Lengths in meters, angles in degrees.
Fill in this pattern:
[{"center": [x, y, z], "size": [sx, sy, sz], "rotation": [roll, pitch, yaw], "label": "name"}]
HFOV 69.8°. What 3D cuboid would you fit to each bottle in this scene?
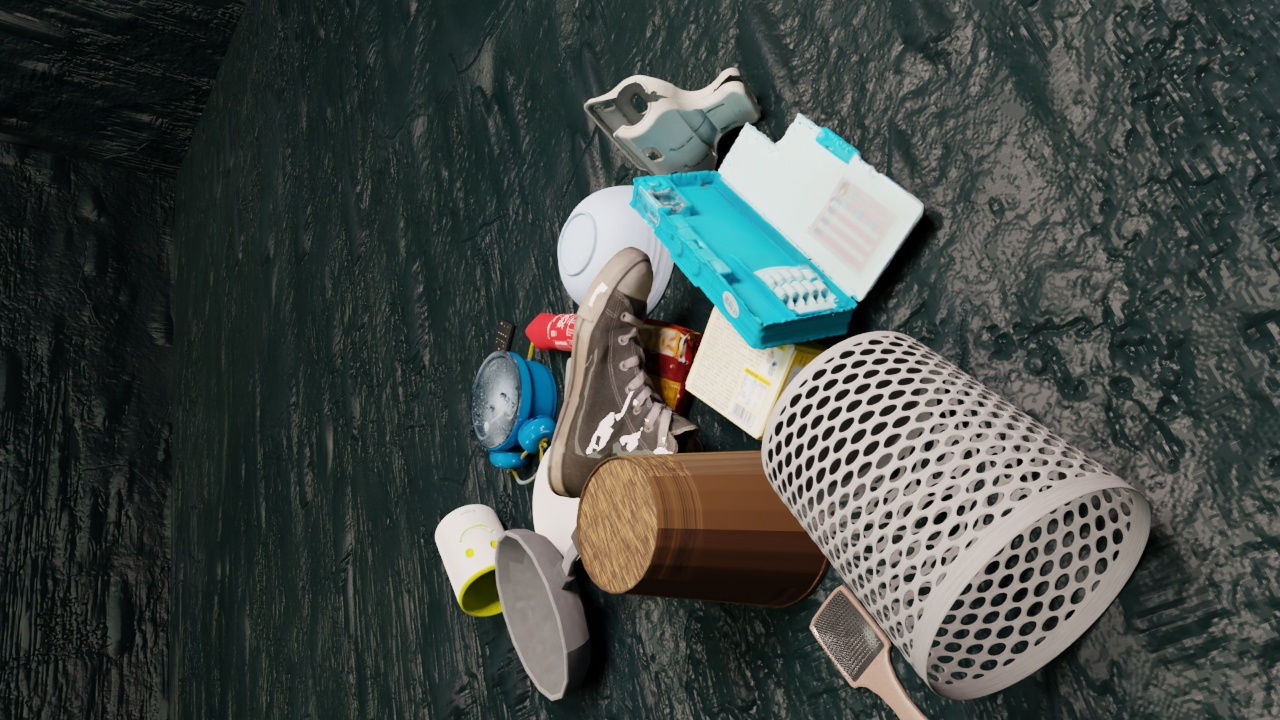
[{"center": [-0.077, -0.031, 1.017], "size": [0.142, 0.041, 0.042], "rotation": [4, 86, 52], "label": "bottle"}]

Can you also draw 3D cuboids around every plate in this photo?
[{"center": [-0.079, 0.151, 0.975], "size": [0.135, 0.011, 0.134], "rotation": [-15, 72, 55], "label": "plate"}]

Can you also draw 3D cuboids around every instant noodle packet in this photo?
[{"center": [-0.005, 0.005, 0.899], "size": [0.136, 0.039, 0.098], "rotation": [16, 93, 34], "label": "instant noodle packet"}]

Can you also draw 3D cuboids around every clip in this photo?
[{"center": [0.038, -0.206, 0.850], "size": [0.152, 0.126, 0.104], "rotation": [-3, 72, 28], "label": "clip"}]

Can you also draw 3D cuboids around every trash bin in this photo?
[{"center": [0.181, 0.085, 0.573], "size": [0.183, 0.156, 0.157], "rotation": [50, 122, 48], "label": "trash bin"}]

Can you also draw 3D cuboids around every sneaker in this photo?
[{"center": [0.001, 0.019, 0.820], "size": [0.120, 0.095, 0.234], "rotation": [12, 85, 24], "label": "sneaker"}]

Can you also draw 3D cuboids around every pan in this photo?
[{"center": [-0.073, 0.208, 0.885], "size": [0.178, 0.041, 0.358], "rotation": [62, 149, 25], "label": "pan"}]

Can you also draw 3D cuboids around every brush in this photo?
[{"center": [0.171, 0.229, 0.668], "size": [0.050, 0.015, 0.135], "rotation": [-61, 42, 23], "label": "brush"}]

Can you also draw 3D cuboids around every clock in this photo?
[{"center": [-0.146, 0.066, 1.075], "size": [0.117, 0.060, 0.161], "rotation": [-33, 59, 43], "label": "clock"}]

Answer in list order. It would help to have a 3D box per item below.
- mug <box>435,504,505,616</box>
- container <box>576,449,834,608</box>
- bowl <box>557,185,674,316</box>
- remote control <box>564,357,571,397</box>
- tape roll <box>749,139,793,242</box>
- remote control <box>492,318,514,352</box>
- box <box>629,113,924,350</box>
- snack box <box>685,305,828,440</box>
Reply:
[{"center": [-0.188, 0.233, 1.076], "size": [0.106, 0.082, 0.083], "rotation": [52, 123, 45], "label": "mug"}, {"center": [0.046, 0.130, 0.723], "size": [0.132, 0.167, 0.132], "rotation": [-14, 72, 50], "label": "container"}, {"center": [-0.038, -0.115, 0.957], "size": [0.151, 0.074, 0.150], "rotation": [-13, 74, 51], "label": "bowl"}, {"center": [-0.060, 0.069, 0.994], "size": [0.074, 0.019, 0.151], "rotation": [-7, 78, 52], "label": "remote control"}, {"center": [0.130, -0.148, 0.797], "size": [0.093, 0.013, 0.093], "rotation": [-15, 72, 51], "label": "tape roll"}, {"center": [-0.187, 0.017, 1.176], "size": [0.030, 0.009, 0.140], "rotation": [27, 104, 51], "label": "remote control"}, {"center": [0.107, -0.113, 0.762], "size": [0.171, 0.084, 0.227], "rotation": [-34, 47, -1], "label": "box"}, {"center": [0.100, 0.010, 0.764], "size": [0.106, 0.061, 0.084], "rotation": [36, 110, 50], "label": "snack box"}]
